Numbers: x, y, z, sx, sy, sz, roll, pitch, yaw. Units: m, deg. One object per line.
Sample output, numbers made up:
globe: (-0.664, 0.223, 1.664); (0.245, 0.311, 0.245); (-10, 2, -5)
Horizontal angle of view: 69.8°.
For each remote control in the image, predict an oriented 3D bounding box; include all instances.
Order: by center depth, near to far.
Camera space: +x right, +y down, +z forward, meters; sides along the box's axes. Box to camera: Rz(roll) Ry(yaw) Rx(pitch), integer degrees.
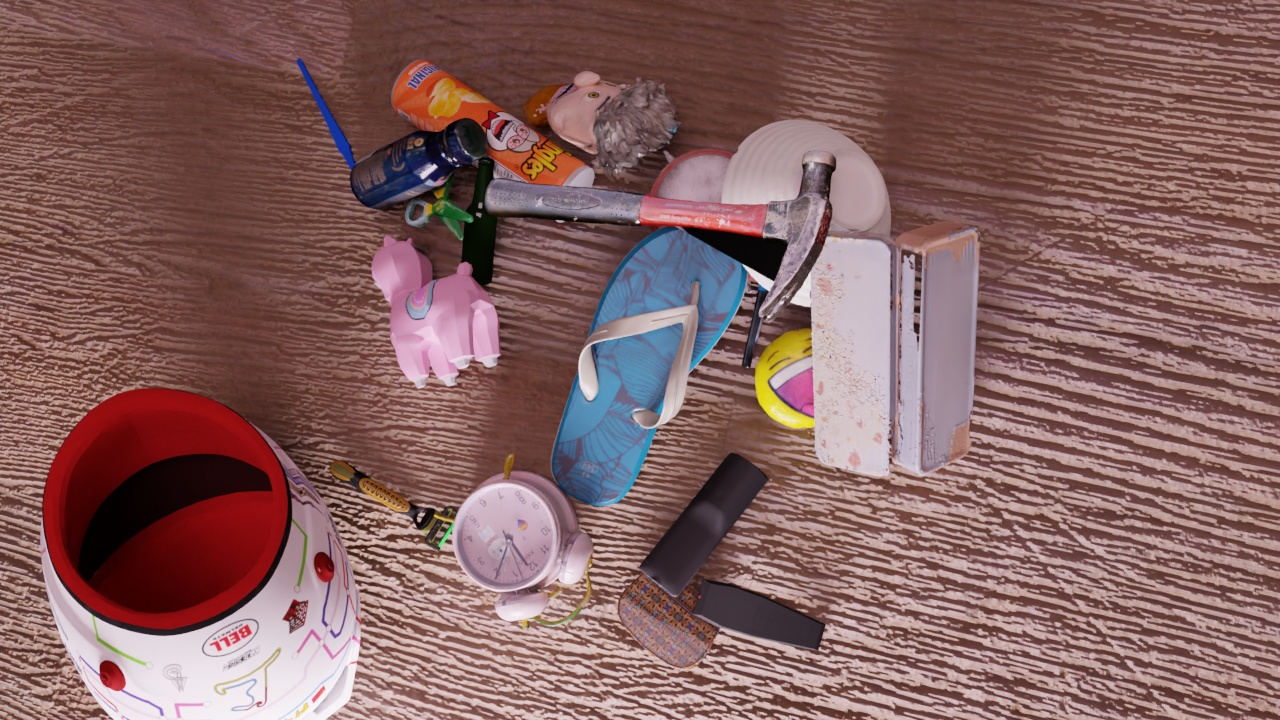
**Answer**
remote control: (0.109, 0.232, 0.827); (0.124, 0.010, 0.039); (21, 79, -10)
remote control: (0.058, 0.149, 0.843); (0.045, 0.021, 0.140); (33, 76, 27)

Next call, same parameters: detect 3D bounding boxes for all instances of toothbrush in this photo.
toothbrush: (-0.324, -0.245, 0.974); (0.016, 0.011, 0.186); (-30, 77, 5)

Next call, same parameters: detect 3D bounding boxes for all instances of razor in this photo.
razor: (-0.249, 0.137, 0.913); (0.144, 0.021, 0.044); (27, 71, 10)

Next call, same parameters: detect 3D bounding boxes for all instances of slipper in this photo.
slipper: (-0.005, 0.005, 0.837); (0.118, 0.060, 0.295); (28, 103, 9)

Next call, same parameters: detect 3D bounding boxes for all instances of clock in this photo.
clock: (-0.110, 0.178, 0.867); (0.117, 0.059, 0.158); (-40, 80, 3)
clock: (0.066, -0.119, 0.870); (0.110, 0.062, 0.156); (-1, 89, 9)

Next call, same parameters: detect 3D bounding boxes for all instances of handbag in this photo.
handbag: (0.065, 0.190, 0.857); (0.093, 0.043, 0.195); (37, 82, 14)

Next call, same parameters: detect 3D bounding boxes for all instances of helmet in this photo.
helmet: (-0.385, 0.201, 0.822); (0.230, 0.237, 0.314); (-26, 57, -26)

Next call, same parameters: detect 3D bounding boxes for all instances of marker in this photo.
marker: (0.114, -0.053, 0.876); (0.015, 0.018, 0.123); (13, 87, 15)

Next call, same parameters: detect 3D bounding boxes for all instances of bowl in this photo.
bowl: (0.166, -0.140, 0.811); (0.177, 0.071, 0.177); (3, 81, -21)

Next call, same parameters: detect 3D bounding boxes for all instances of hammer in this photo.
hammer: (0.002, -0.123, 0.806); (0.327, 0.036, 0.140); (10, 86, 25)

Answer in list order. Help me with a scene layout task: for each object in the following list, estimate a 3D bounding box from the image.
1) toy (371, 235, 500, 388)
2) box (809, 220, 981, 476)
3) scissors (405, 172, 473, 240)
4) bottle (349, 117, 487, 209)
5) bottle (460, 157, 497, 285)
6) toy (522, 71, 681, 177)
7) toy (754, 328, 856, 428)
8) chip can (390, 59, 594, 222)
toy: (-0.204, -0.055, 0.895); (0.124, 0.067, 0.157); (-24, 79, 32)
box: (0.217, -0.010, 0.795); (0.121, 0.094, 0.217); (-15, 114, -24)
scissors: (-0.201, -0.142, 0.906); (0.078, 0.013, 0.132); (-48, 45, 13)
bottle: (-0.217, -0.193, 0.896); (0.161, 0.056, 0.056); (-12, 81, 36)
bottle: (-0.156, -0.136, 0.898); (0.033, 0.033, 0.123); (13, 111, 10)
toy: (-0.039, -0.241, 0.885); (0.176, 0.132, 0.076); (18, 130, 26)
toy: (0.153, 0.017, 0.851); (0.095, 0.041, 0.094); (-25, 86, 5)
chip can: (-0.148, -0.220, 0.914); (0.210, 0.062, 0.062); (35, 90, 11)
